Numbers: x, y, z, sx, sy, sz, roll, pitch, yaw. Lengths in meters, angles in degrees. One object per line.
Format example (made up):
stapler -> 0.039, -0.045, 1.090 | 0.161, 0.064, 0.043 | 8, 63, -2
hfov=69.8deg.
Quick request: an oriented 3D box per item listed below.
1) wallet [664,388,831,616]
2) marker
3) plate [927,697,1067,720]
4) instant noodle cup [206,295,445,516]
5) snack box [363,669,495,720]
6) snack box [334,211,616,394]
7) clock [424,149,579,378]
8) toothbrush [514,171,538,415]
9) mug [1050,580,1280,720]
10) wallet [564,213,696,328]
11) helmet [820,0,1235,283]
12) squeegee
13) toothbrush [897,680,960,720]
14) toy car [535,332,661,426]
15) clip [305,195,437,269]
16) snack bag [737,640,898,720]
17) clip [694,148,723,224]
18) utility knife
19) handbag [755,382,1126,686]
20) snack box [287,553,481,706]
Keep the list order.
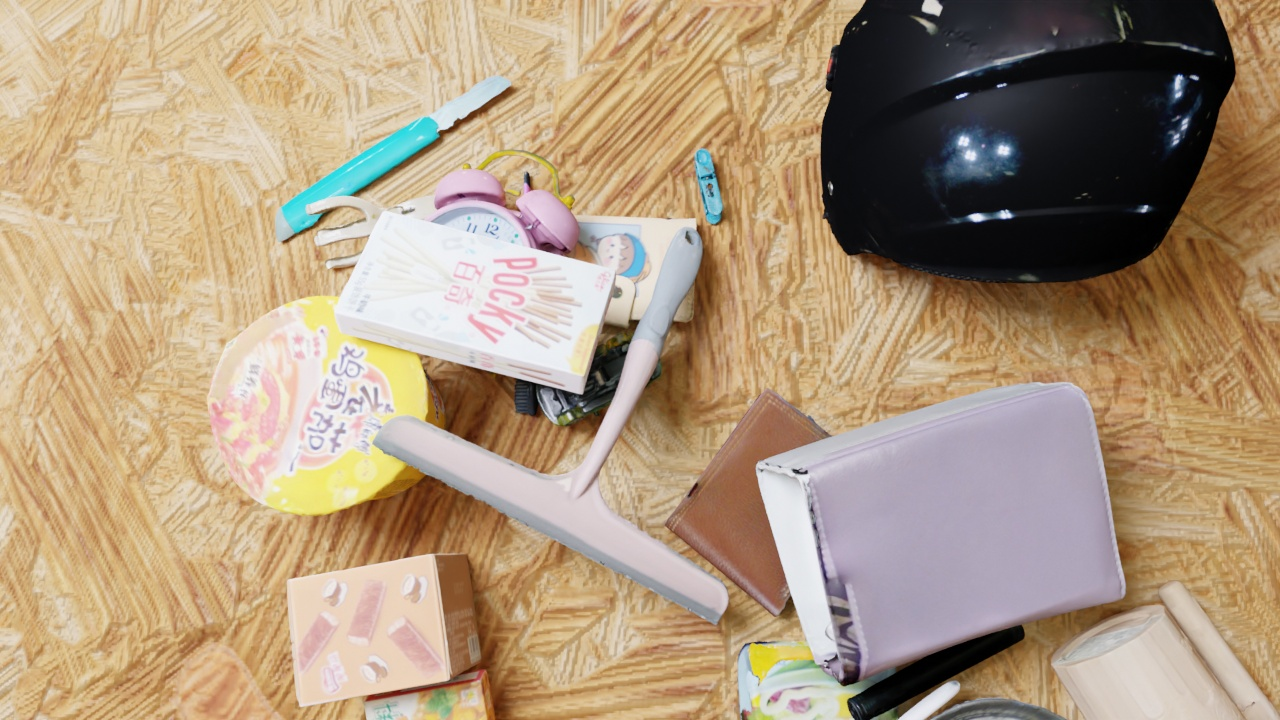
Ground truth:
wallet -> 0.091, 0.097, 0.634 | 0.101, 0.032, 0.124 | 37, 83, 7
marker -> 0.193, 0.198, 0.595 | 0.131, 0.022, 0.020 | -20, 63, -18
plate -> 0.225, 0.306, 0.579 | 0.179, 0.024, 0.179 | 1, 79, -8
instant noodle cup -> -0.197, 0.036, 0.619 | 0.138, 0.110, 0.138 | 0, 79, 2
snack box -> -0.125, 0.286, 0.593 | 0.077, 0.027, 0.155 | -11, 89, 0
snack box -> -0.100, -0.037, 0.574 | 0.157, 0.027, 0.084 | 14, 57, 1
clock -> -0.106, -0.074, 0.650 | 0.117, 0.060, 0.158 | 21, 85, 18
toothbrush -> -0.086, -0.052, 0.682 | 0.018, 0.014, 0.189 | -6, 77, 14
mug -> 0.338, 0.211, 0.580 | 0.124, 0.084, 0.103 | -24, 76, -27
wallet -> -0.017, -0.066, 0.677 | 0.115, 0.024, 0.087 | 3, 73, 2
helmet -> 0.241, -0.178, 0.594 | 0.233, 0.231, 0.274 | -2, 58, 0
squeegee -> -0.004, 0.004, 0.604 | 0.247, 0.040, 0.249 | 29, 65, -12
toothbrush -> 0.126, 0.251, 0.571 | 0.180, 0.016, 0.016 | -32, 81, -9
toy car -> -0.029, 0.014, 0.653 | 0.091, 0.036, 0.043 | -25, 79, -4
clip -> -0.201, -0.097, 0.692 | 0.102, 0.093, 0.035 | -11, 74, -36
snack bag -> 0.116, 0.280, 0.592 | 0.110, 0.039, 0.191 | 2, 79, -9
clip -> 0.051, -0.130, 0.688 | 0.014, 0.043, 0.056 | -10, 75, -1
utility knife -> -0.192, -0.159, 0.708 | 0.216, 0.013, 0.029 | -34, 77, -2
handbag -> 0.189, 0.105, 0.581 | 0.197, 0.098, 0.145 | -15, 88, -12
snack box -> -0.163, 0.171, 0.598 | 0.094, 0.093, 0.077 | -11, 78, 0
